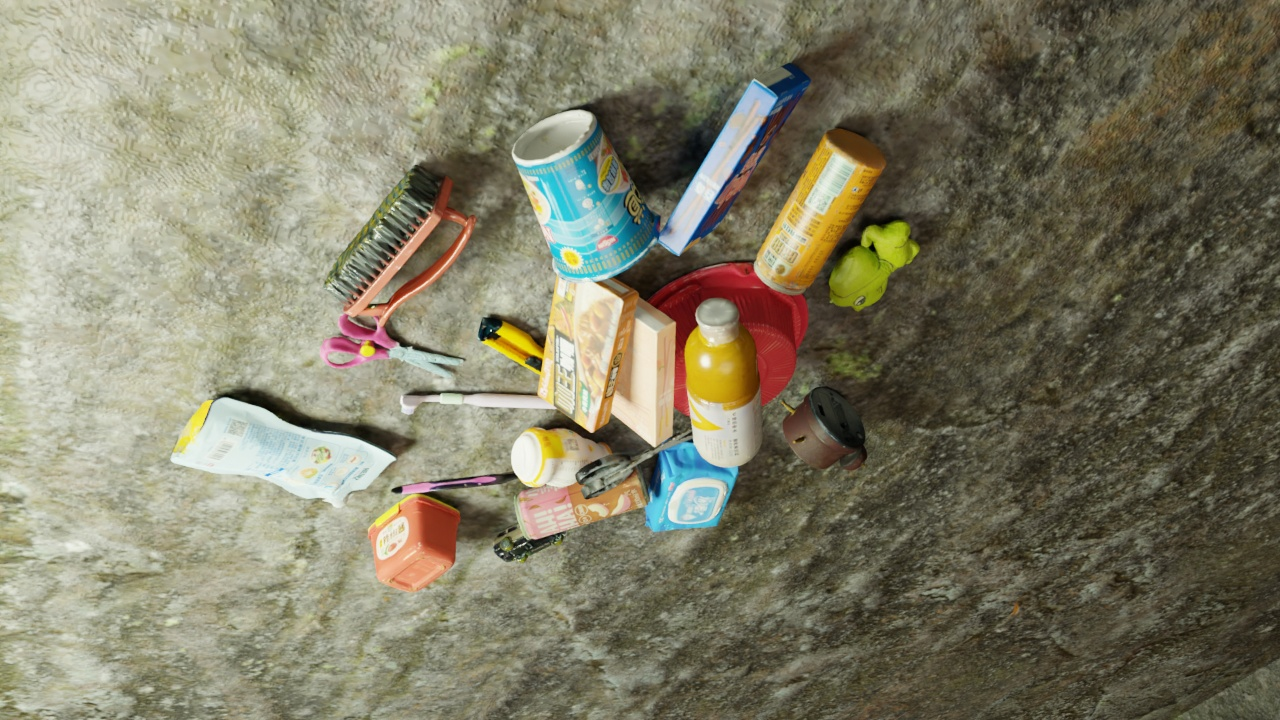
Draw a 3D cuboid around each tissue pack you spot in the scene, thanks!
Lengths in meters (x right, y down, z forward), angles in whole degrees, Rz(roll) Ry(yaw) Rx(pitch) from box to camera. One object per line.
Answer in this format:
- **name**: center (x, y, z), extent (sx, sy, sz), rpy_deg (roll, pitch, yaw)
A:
- **tissue pack**: center (0.061, 0.146, 1.074), extent (0.095, 0.052, 0.157), rpy_deg (-2, 135, -15)

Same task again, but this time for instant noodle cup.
- **instant noodle cup**: center (-0.047, -0.135, 0.729), extent (0.099, 0.099, 0.110), rpy_deg (-22, 128, 7)
- **instant noodle cup**: center (0.083, -0.004, 0.917), extent (0.193, 0.065, 0.194), rpy_deg (-9, 138, -8)

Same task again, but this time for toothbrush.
- **toothbrush**: center (-0.181, 0.136, 1.023), extent (0.189, 0.014, 0.018), rpy_deg (-5, 148, -10)
- **toothbrush**: center (-0.146, 0.044, 0.933), extent (0.189, 0.029, 0.021), rpy_deg (1, 97, -19)

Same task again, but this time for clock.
- **clock**: center (0.214, 0.081, 1.031), extent (0.121, 0.082, 0.055), rpy_deg (21, 130, -32)

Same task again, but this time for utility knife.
- **utility knife**: center (-0.088, 0.006, 0.913), extent (0.033, 0.015, 0.193), rpy_deg (-36, 134, 23)

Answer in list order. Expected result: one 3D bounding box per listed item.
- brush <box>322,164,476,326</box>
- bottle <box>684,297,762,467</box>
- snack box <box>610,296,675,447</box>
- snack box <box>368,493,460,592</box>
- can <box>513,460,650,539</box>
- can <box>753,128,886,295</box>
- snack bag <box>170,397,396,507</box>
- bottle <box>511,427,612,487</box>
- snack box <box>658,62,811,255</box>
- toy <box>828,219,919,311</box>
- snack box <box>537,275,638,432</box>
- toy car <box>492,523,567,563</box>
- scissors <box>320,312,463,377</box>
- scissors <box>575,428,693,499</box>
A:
- **brush**: center (-0.199, -0.084, 0.751), extent (0.069, 0.063, 0.146), rpy_deg (35, 120, -25)
- **bottle**: center (0.076, 0.022, 0.844), extent (0.068, 0.068, 0.190), rpy_deg (-13, 137, -3)
- **snack box**: center (-0.005, 0.005, 0.884), extent (0.026, 0.084, 0.157), rpy_deg (-34, 144, -29)
- **snack box**: center (-0.250, 0.206, 1.026), extent (0.091, 0.080, 0.082), rpy_deg (-38, 134, 21)
- **can**: center (-0.066, 0.158, 1.045), extent (0.147, 0.057, 0.058), rpy_deg (-17, 137, 1)
- **can**: center (0.156, -0.129, 0.812), extent (0.058, 0.058, 0.146), rpy_deg (7, 133, -23)
- **snack bag**: center (-0.351, 0.095, 0.913), extent (0.191, 0.038, 0.110), rpy_deg (24, 119, -37)
- **bottle**: center (-0.082, 0.104, 0.983), extent (0.108, 0.063, 0.063), rpy_deg (6, 134, -40)
- **snack box**: center (0.075, -0.161, 0.742), extent (0.026, 0.084, 0.158), rpy_deg (38, 126, 7)
- **toy**: center (0.222, -0.091, 0.892), extent (0.100, 0.031, 0.097), rpy_deg (-32, 135, 10)
- **snack box**: center (-0.051, -0.013, 0.848), extent (0.026, 0.075, 0.154), rpy_deg (-32, 145, -45)
- **toy car**: center (-0.131, 0.210, 1.097), extent (0.090, 0.035, 0.042), rpy_deg (-25, 138, 10)
- **scissors**: center (-0.223, -0.016, 0.854), extent (0.137, 0.017, 0.077), rpy_deg (9, 123, -30)
- **scissors**: center (0.003, 0.103, 0.978), extent (0.170, 0.014, 0.160), rpy_deg (0, 146, -48)
